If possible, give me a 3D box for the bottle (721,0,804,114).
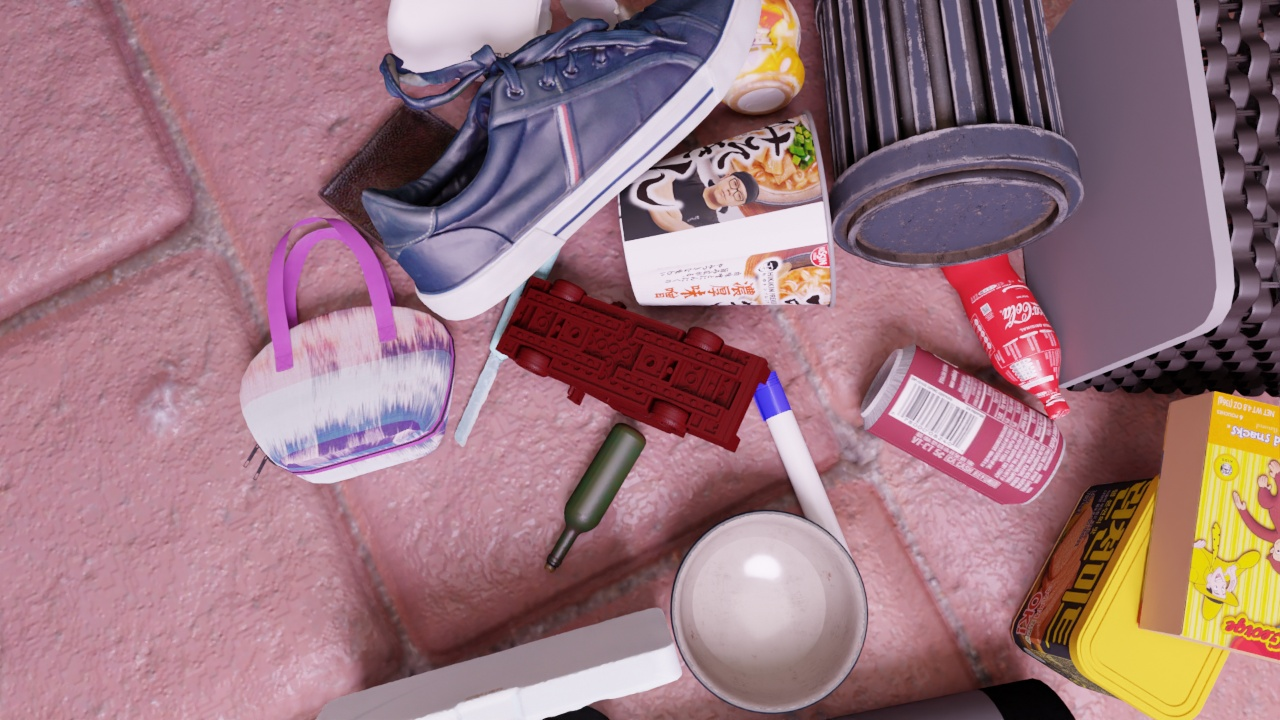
[{"bbox_3d":[0.079,-0.229,0.633,0.063,0.063,0.108,-3,79,-1],"label":"bottle"}]

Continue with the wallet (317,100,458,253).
[{"bbox_3d":[-0.145,-0.113,0.630,0.120,0.031,0.099,37,79,9],"label":"wallet"}]

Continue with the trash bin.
[{"bbox_3d":[0.178,-0.185,0.562,0.164,0.164,0.227,-1,74,-1],"label":"trash bin"}]

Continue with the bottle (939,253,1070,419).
[{"bbox_3d":[0.236,-0.026,0.590,0.042,0.042,0.141,-16,61,-3],"label":"bottle"}]

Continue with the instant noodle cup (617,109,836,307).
[{"bbox_3d":[0.053,-0.086,0.585,0.122,0.123,0.123,-8,79,8],"label":"instant noodle cup"}]

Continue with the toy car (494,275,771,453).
[{"bbox_3d":[-0.003,0.003,0.586,0.170,0.062,0.070,21,79,25],"label":"toy car"}]

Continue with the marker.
[{"bbox_3d":[0.106,0.076,0.599,0.020,0.020,0.141,-20,80,-4],"label":"marker"}]

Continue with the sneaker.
[{"bbox_3d":[-0.052,-0.167,0.557,0.294,0.121,0.127,-45,127,-11],"label":"sneaker"}]

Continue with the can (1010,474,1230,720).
[{"bbox_3d":[0.292,0.135,0.545,0.072,0.101,0.130,32,81,6],"label":"can"}]

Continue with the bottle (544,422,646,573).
[{"bbox_3d":[-0.032,0.089,0.592,0.025,0.025,0.106,31,81,5],"label":"bottle"}]

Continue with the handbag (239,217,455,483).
[{"bbox_3d":[-0.198,-0.014,0.598,0.144,0.068,0.169,-16,73,-4],"label":"handbag"}]

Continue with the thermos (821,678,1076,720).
[{"bbox_3d":[0.131,0.249,0.534,0.240,0.082,0.082,-10,79,-2],"label":"thermos"}]

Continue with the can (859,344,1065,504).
[{"bbox_3d":[0.202,0.041,0.582,0.114,0.063,0.063,29,80,5],"label":"can"}]

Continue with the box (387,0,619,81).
[{"bbox_3d":[-0.085,-0.233,0.627,0.161,0.081,0.091,9,68,0],"label":"box"}]

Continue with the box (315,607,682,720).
[{"bbox_3d":[-0.078,0.180,0.518,0.197,0.136,0.043,-14,82,-3],"label":"box"}]

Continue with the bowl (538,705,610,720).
[{"bbox_3d":[-0.048,0.235,0.539,0.124,0.124,0.052,12,46,2],"label":"bowl"}]

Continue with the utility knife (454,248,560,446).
[{"bbox_3d":[-0.088,-0.020,0.620,0.022,0.015,0.168,20,83,17],"label":"utility knife"}]

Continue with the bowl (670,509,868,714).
[{"bbox_3d":[0.075,0.151,0.564,0.115,0.059,0.115,0,79,0],"label":"bowl"}]

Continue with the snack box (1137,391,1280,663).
[{"bbox_3d":[0.324,0.090,0.480,0.088,0.040,0.125,14,80,2],"label":"snack box"}]

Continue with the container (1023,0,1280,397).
[{"bbox_3d":[0.380,-0.108,0.523,0.244,0.246,0.247,-2,79,3],"label":"container"}]
